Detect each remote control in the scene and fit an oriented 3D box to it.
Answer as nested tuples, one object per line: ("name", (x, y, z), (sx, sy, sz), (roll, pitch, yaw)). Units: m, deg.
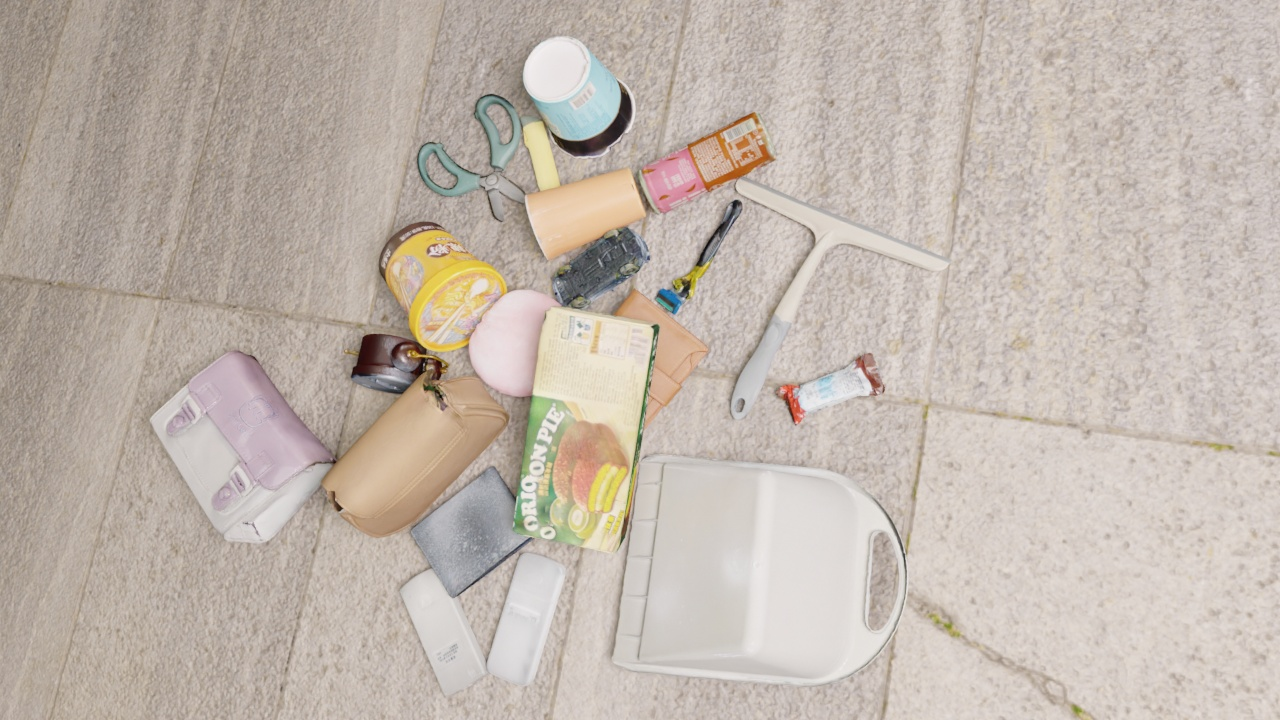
("remote control", (-0.123, 0.278, 0.990), (0.056, 0.020, 0.136), (14, 84, 21))
("remote control", (-0.218, 0.298, 1.017), (0.056, 0.019, 0.135), (-34, 70, 9))

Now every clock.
("clock", (-0.280, 0.005, 1.065), (0.122, 0.082, 0.055), (0, 72, 24))

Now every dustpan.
("dustpan", (0.115, 0.206, 0.896), (0.258, 0.142, 0.222), (-17, 60, 54))

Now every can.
("can", (0.073, -0.216, 1.010), (0.147, 0.058, 0.058), (-24, 73, 12))

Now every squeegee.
("squeegee", (0.153, -0.050, 0.960), (0.246, 0.039, 0.246), (27, 88, 21))

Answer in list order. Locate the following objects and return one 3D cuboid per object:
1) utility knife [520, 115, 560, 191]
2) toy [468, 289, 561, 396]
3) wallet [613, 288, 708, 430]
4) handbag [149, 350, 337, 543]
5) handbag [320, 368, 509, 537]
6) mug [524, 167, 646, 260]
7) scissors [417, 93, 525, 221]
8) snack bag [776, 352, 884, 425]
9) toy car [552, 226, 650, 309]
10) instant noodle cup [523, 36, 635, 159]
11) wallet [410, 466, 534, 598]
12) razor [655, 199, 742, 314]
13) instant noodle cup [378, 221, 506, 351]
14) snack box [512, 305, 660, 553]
("utility knife", (-0.113, -0.216, 1.091), (0.031, 0.019, 0.175), (-18, 73, 16))
("toy", (-0.112, -0.007, 1.029), (0.159, 0.054, 0.121), (32, 89, 9))
("wallet", (-0.006, 0.006, 0.988), (0.108, 0.031, 0.132), (40, 93, 3))
("handbag", (-0.479, 0.102, 1.106), (0.145, 0.098, 0.197), (-43, 70, -1))
("handbag", (-0.249, 0.097, 1.001), (0.204, 0.148, 0.100), (-45, 71, 0))
("mug", (-0.060, -0.170, 1.035), (0.123, 0.078, 0.078), (-19, 73, 4))
("scissors", (-0.187, -0.255, 1.123), (0.174, 0.019, 0.176), (31, 88, 22))
("snack bag", (0.194, 0.030, 0.936), (0.105, 0.026, 0.045), (-22, 72, 12))
("toy car", (-0.045, -0.102, 1.037), (0.121, 0.036, 0.054), (-32, 71, 20))
("instant noodle cup", (-0.076, -0.304, 1.043), (0.111, 0.120, 0.111), (-4, 77, 17))
("wallet", (-0.186, 0.191, 1.023), (0.121, 0.019, 0.097), (-38, 68, -2))
("razor", (0.070, -0.114, 1.006), (0.143, 0.022, 0.042), (-56, 41, 6))
("instant noodle cup", (-0.233, -0.090, 1.057), (0.118, 0.118, 0.114), (-46, 61, 4))
("snack box", (-0.055, 0.069, 0.949), (0.114, 0.063, 0.240), (9, 98, 7))
